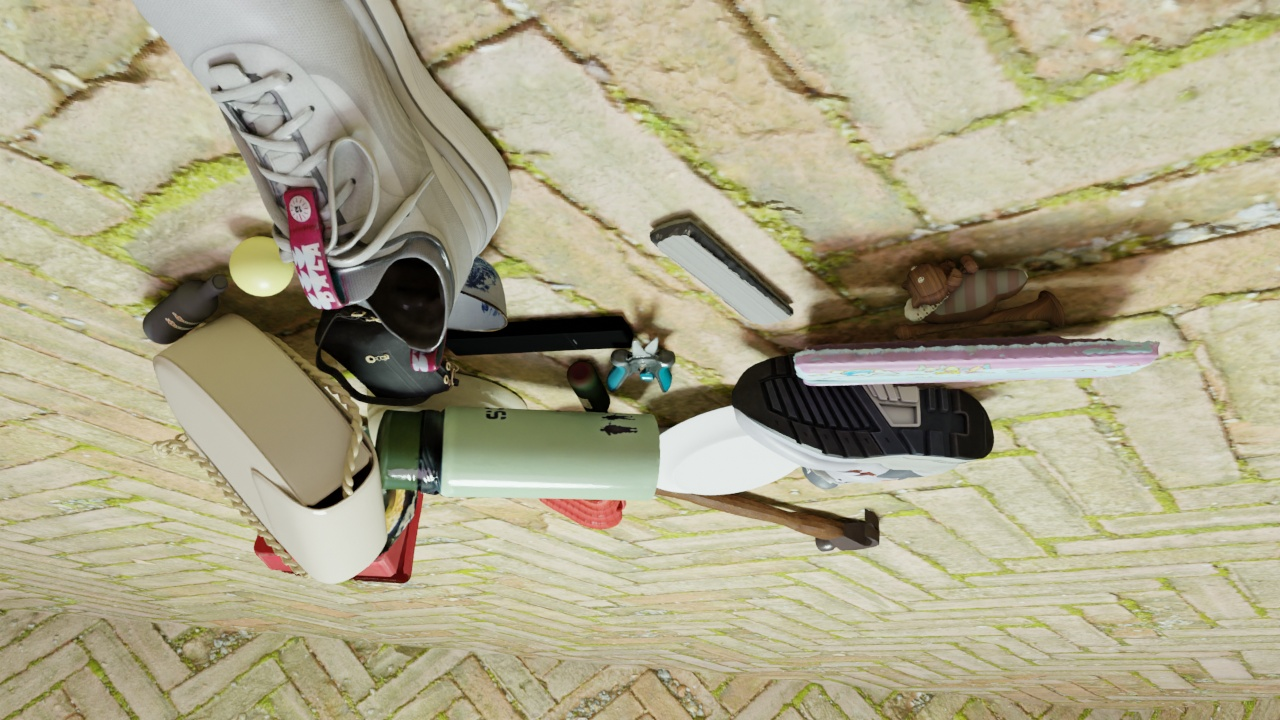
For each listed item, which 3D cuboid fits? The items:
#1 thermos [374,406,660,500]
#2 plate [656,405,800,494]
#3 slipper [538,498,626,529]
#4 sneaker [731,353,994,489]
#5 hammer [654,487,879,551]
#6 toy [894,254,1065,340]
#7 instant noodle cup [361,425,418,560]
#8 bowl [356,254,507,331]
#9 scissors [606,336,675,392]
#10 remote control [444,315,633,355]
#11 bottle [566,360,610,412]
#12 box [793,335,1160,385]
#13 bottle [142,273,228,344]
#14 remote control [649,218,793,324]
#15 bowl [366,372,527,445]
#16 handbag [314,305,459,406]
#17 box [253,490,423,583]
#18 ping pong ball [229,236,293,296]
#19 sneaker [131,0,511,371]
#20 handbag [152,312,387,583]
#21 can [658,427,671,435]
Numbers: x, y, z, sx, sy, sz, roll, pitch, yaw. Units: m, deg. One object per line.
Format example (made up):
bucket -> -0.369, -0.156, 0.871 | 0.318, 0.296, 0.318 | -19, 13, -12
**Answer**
thermos -> -0.104, 0.081, 0.773 | 0.231, 0.082, 0.082 | 3, 156, -12
plate -> 0.092, 0.092, 0.862 | 0.188, 0.016, 0.189 | -8, 149, -5
slipper -> -0.064, 0.137, 0.954 | 0.103, 0.059, 0.249 | 26, 163, 8
sneaker -> 0.166, 0.067, 0.771 | 0.239, 0.088, 0.125 | 10, 152, -19
hammer -> 0.149, 0.179, 1.082 | 0.322, 0.033, 0.116 | 18, 153, -26
toy -> 0.213, -0.041, 0.586 | 0.102, 0.041, 0.055 | -9, 114, 7
instant noodle cup -> -0.317, 0.134, 0.954 | 0.112, 0.137, 0.137 | 1, 157, 31
bowl -> -0.138, -0.057, 0.592 | 0.114, 0.045, 0.114 | 10, 167, 2
scissors -> 0.003, 0.005, 0.732 | 0.124, 0.019, 0.148 | -12, 161, 35
remote control -> -0.082, -0.019, 0.713 | 0.150, 0.013, 0.034 | -3, 158, 14
bottle -> -0.041, 0.032, 0.802 | 0.025, 0.025, 0.106 | -1, 154, 11
box -> 0.213, -0.001, 0.618 | 0.214, 0.035, 0.150 | -2, 178, 13
bottle -> -0.337, -0.041, 0.687 | 0.030, 0.030, 0.113 | 26, 147, -38
remote control -> 0.057, -0.056, 0.613 | 0.033, 0.013, 0.136 | -13, 151, 35
bowl -> -0.184, 0.073, 0.854 | 0.151, 0.075, 0.151 | 3, 155, 1
handbag -> -0.195, -0.002, 0.719 | 0.079, 0.054, 0.128 | 0, 153, 14
box -> -0.342, 0.182, 1.052 | 0.157, 0.133, 0.110 | 0, 155, 9
ping pong ball -> -0.254, -0.063, 0.615 | 0.040, 0.040, 0.040 | 3, 155, 1
sneaker -> -0.150, -0.098, 0.424 | 0.097, 0.128, 0.263 | -6, 151, 19
handbag -> -0.294, 0.073, 0.722 | 0.208, 0.103, 0.211 | 40, 148, 15
can -> 0.009, 0.081, 0.890 | 0.095, 0.032, 0.032 | -1, 154, 12
